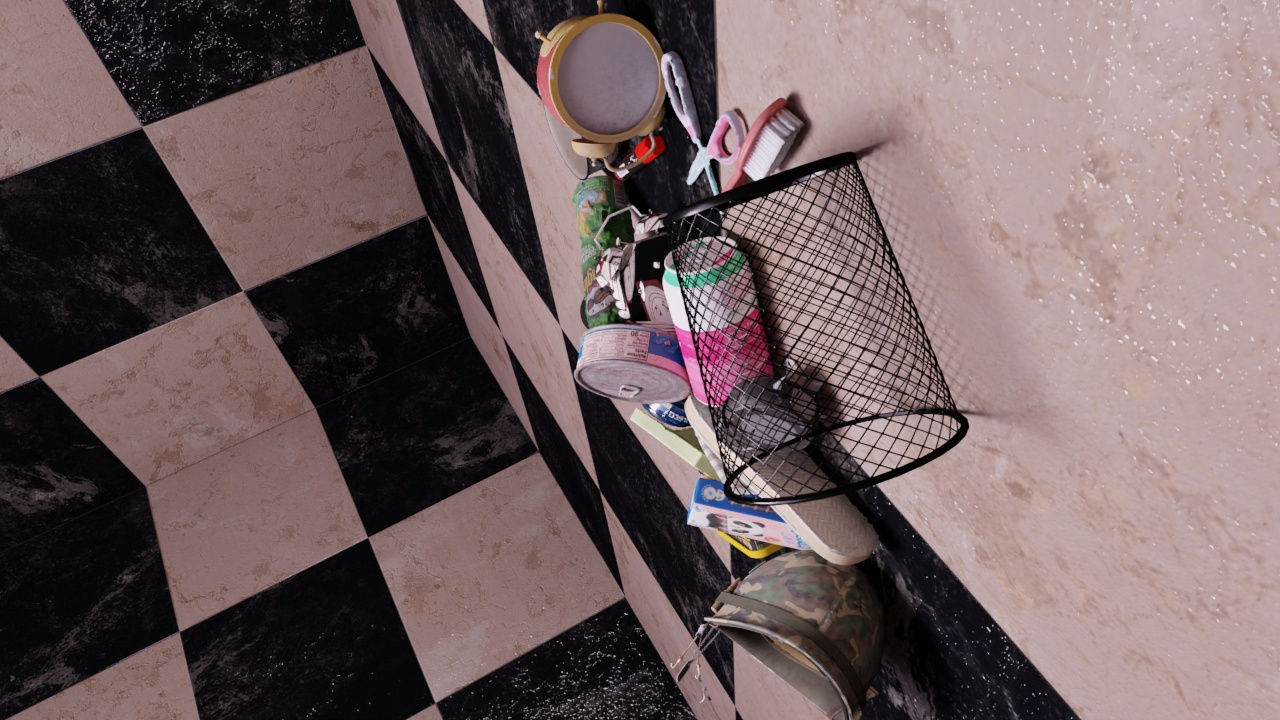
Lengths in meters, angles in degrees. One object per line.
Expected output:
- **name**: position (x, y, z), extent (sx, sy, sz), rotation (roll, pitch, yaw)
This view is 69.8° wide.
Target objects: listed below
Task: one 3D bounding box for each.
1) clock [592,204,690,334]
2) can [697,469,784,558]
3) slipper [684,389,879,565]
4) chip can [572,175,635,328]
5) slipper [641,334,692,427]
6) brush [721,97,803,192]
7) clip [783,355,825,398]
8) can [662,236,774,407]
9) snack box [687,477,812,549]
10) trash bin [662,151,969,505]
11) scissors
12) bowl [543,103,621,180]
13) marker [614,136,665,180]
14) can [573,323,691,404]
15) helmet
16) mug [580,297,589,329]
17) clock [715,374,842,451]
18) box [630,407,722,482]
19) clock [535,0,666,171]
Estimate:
- **clock**: position (0.016, -0.097, 0.994), extent (0.154, 0.114, 0.065), rotation (50, 170, -16)
- **can**: position (0.133, 0.174, 1.157), extent (0.101, 0.072, 0.131), rotation (70, 165, -13)
- **slipper**: position (0.141, 0.121, 0.976), extent (0.272, 0.114, 0.054), rotation (47, 124, 40)
- **chip can**: position (-0.037, -0.116, 1.100), extent (0.075, 0.075, 0.223), rotation (97, 166, -65)
- **slipper**: position (0.028, -0.022, 1.160), extent (0.095, 0.105, 0.252), rotation (-57, 36, 29)
- **brush**: position (0.097, -0.163, 0.774), extent (0.030, 0.041, 0.172), rotation (45, 164, 5)
- **clip**: position (0.150, 0.027, 0.923), extent (0.054, 0.040, 0.102), rotation (46, 160, 15)
- **can**: position (0.080, -0.036, 0.939), extent (0.088, 0.088, 0.166), rotation (42, 154, 56)
- **snack box**: position (0.133, 0.175, 1.034), extent (0.088, 0.154, 0.033), rotation (94, -171, -65)
- **trash bin**: position (0.117, -0.028, 0.672), extent (0.184, 0.184, 0.210), rotation (-178, 68, -74)
- **scissors**: position (0.055, -0.217, 0.873), extent (0.168, 0.014, 0.171), rotation (61, 169, 5)
- **bowl**: position (-0.063, -0.278, 1.085), extent (0.115, 0.059, 0.116), rotation (57, 164, 25)
- **marker**: position (-0.004, -0.228, 1.039), extent (0.145, 0.023, 0.021), rotation (179, 107, -74)
- **can**: position (-0.006, 0.006, 1.015), extent (0.130, 0.130, 0.044), rotation (105, 174, -69)
- **helmet**: position (0.158, 0.323, 0.993), extent (0.193, 0.235, 0.225), rotation (36, 149, 11)
- **mug**: position (-0.026, -0.053, 1.336), extent (0.113, 0.078, 0.088), rotation (42, 178, -29)
- **clock**: position (0.128, 0.052, 0.906), extent (0.091, 0.043, 0.123), rotation (34, 146, -22)
- **box**: position (0.079, 0.107, 1.114), extent (0.188, 0.140, 0.048), rotation (29, 109, 61)
- **clock**: position (-0.037, -0.266, 0.911), extent (0.159, 0.117, 0.081), rotation (64, 171, -27)
